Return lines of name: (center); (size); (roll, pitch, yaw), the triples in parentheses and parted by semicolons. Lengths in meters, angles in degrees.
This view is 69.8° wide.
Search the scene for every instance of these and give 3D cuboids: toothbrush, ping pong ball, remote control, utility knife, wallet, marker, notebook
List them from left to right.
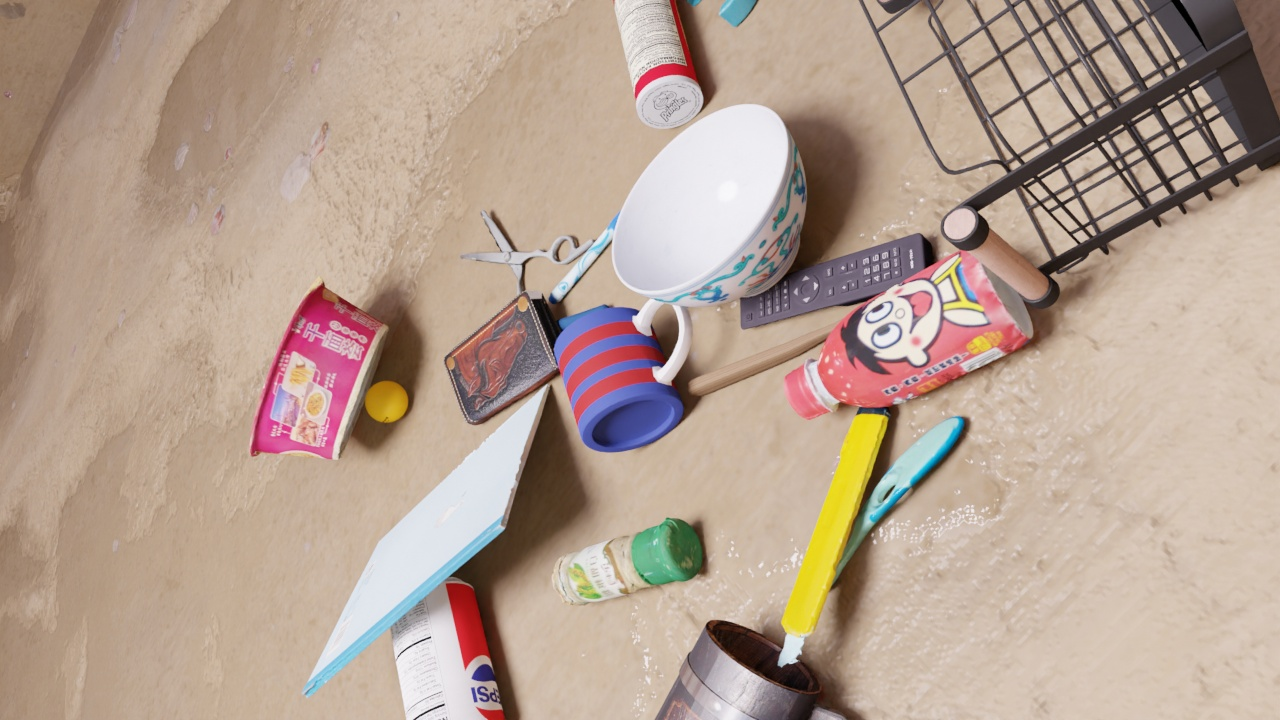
ping pong ball: (-0.244, 0.040, 0.881); (0.040, 0.040, 0.040); (-15, 67, 39)
notebook: (-0.168, 0.141, 0.734); (0.254, 0.009, 0.180); (-42, 18, 26)
wallet: (-0.115, 0.000, 0.776); (0.123, 0.019, 0.072); (-33, 72, 35)
toothbrush: (-0.089, -0.021, 0.776); (0.168, 0.014, 0.014); (-15, 78, 38)
marker: (-0.030, -0.097, 0.748); (0.142, 0.013, 0.013); (-47, 50, 21)
toothbrush: (0.097, -0.006, 0.599); (0.167, 0.016, 0.016); (-24, 61, 35)
remote control: (0.122, -0.047, 0.590); (0.137, 0.015, 0.032); (-15, 67, 42)
utility knife: (0.110, 0.098, 0.530); (0.164, 0.017, 0.030); (-64, 17, -16)
toothbrush: (0.139, 0.083, 0.530); (0.135, 0.017, 0.022); (-54, 21, 16)

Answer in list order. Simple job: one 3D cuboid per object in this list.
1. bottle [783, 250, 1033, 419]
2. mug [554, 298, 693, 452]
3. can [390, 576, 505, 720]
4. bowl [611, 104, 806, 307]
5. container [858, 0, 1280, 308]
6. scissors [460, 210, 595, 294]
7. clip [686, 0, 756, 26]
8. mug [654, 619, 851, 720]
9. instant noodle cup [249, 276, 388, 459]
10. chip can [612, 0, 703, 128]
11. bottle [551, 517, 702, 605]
bottle: (0.145, -0.008, 0.524); (0.138, 0.062, 0.062); (-31, 57, 31)
mug: (-0.004, 0.004, 0.646); (0.112, 0.075, 0.076); (-41, 53, 30)
can: (-0.150, 0.241, 0.710); (0.070, 0.070, 0.132); (-40, 53, 26)
bowl: (0.059, -0.088, 0.610); (0.144, 0.074, 0.143); (-29, 43, 31)
container: (0.192, -0.169, 0.461); (0.131, 0.162, 0.241); (-32, 57, 31)
scissors: (-0.104, -0.096, 0.814); (0.162, 0.014, 0.141); (-30, 62, 32)
clip: (0.070, -0.327, 0.722); (0.121, 0.031, 0.130); (18, 89, 49)
mug: (0.062, 0.225, 0.525); (0.116, 0.080, 0.107); (27, 95, 16)
instant noodle cup: (-0.298, 0.019, 0.872); (0.179, 0.077, 0.178); (-160, 91, -78)
chip can: (0.004, -0.289, 0.750); (0.052, 0.051, 0.214); (-30, 58, 32)
bottle: (-0.012, 0.141, 0.633); (0.111, 0.043, 0.043); (-24, 61, 36)
